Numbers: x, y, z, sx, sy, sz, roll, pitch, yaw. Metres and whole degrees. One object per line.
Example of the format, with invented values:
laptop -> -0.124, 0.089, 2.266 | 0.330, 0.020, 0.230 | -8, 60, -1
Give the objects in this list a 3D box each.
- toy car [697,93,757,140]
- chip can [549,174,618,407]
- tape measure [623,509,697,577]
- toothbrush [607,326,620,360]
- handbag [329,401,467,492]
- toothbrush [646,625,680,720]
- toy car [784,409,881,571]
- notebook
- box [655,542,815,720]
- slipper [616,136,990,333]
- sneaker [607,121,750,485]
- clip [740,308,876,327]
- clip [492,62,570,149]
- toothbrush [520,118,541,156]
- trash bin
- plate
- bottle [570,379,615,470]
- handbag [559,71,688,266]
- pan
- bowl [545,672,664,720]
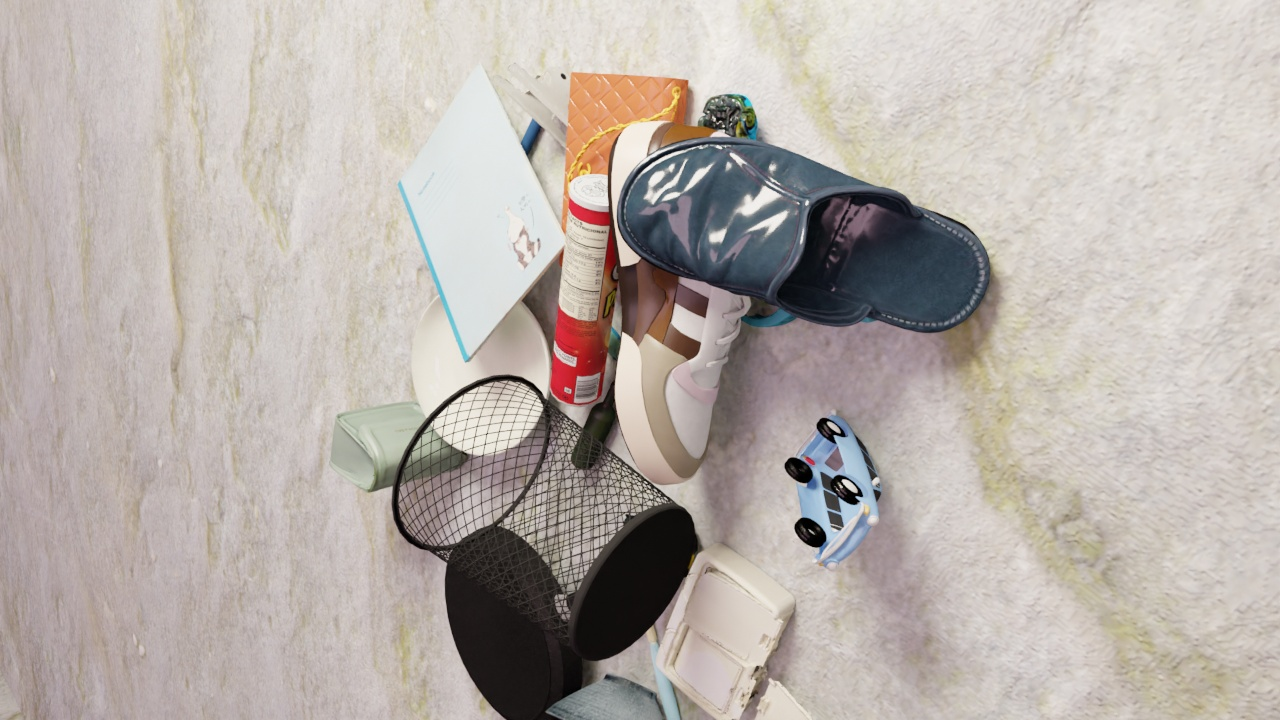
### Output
toy car -> 0.074, -0.162, 0.745 | 0.048, 0.032, 0.105 | 9, 110, 38
chip can -> -0.046, -0.054, 0.804 | 0.052, 0.051, 0.215 | 36, 135, 29
tape measure -> 0.018, 0.172, 0.853 | 0.072, 0.042, 0.071 | -13, 82, 45
toothbrush -> -0.005, 0.005, 0.854 | 0.135, 0.017, 0.022 | 47, 128, 23
handbag -> -0.273, 0.094, 1.029 | 0.106, 0.121, 0.067 | 28, 114, 36
toothbrush -> 0.017, 0.291, 0.894 | 0.022, 0.016, 0.155 | -16, 88, 0
toy car -> 0.146, 0.094, 0.676 | 0.055, 0.153, 0.056 | 30, 113, -10
notebook -> -0.168, -0.150, 0.923 | 0.182, 0.009, 0.253 | -46, 57, 32
box -> 0.100, 0.266, 0.801 | 0.184, 0.044, 0.144 | 31, 117, 31
slipper -> 0.109, -0.084, 0.626 | 0.265, 0.083, 0.109 | 18, 104, 7
sneaker -> 0.052, -0.040, 0.727 | 0.117, 0.111, 0.294 | 4, 101, 27
clip -> 0.128, -0.038, 0.730 | 0.130, 0.030, 0.120 | 26, 110, 35
clip -> -0.078, -0.246, 0.841 | 0.052, 0.102, 0.059 | 0, 57, 52
toothbrush -> -0.125, -0.190, 0.917 | 0.014, 0.014, 0.168 | 41, 121, 14
trash bin -> -0.077, 0.139, 0.800 | 0.210, 0.183, 0.184 | 29, 116, 33
plate -> -0.162, 0.007, 0.961 | 0.183, 0.034, 0.182 | 3, 96, 30
bottle -> -0.040, 0.061, 0.889 | 0.025, 0.025, 0.106 | 40, 122, 27
handbag -> -0.016, -0.160, 0.806 | 0.109, 0.060, 0.172 | 15, 108, 33
pan -> -0.109, 0.268, 0.955 | 0.358, 0.034, 0.225 | -34, 76, 47
bowl -> -0.018, 0.342, 0.893 | 0.137, 0.137, 0.057 | 4, 61, 39
